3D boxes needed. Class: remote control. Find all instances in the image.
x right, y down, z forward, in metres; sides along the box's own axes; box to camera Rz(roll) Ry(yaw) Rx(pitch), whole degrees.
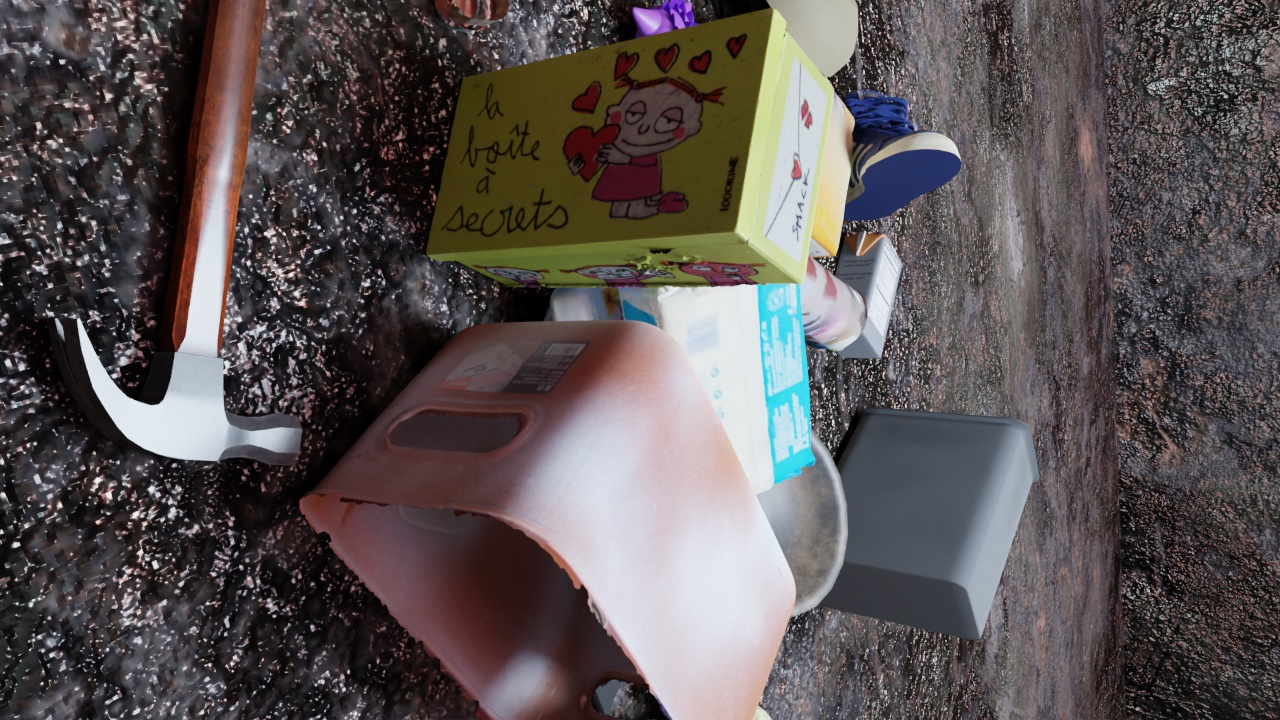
[{"bbox_3d":[-0.031,0.003,0.608,0.060,0.028,0.114,-65,142,-72],"label":"remote control"}]

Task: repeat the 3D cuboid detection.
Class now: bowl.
[{"bbox_3d":[0.148,-0.330,0.808,0.152,0.051,0.152,41,32,-33],"label":"bowl"},{"bbox_3d":[0.090,0.125,0.744,0.162,0.070,0.162,12,72,-38],"label":"bowl"}]

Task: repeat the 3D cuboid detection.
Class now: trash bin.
[{"bbox_3d":[0.292,0.161,0.970,0.219,0.192,0.098,-53,131,-36],"label":"trash bin"},{"bbox_3d":[-0.033,0.114,0.536,0.157,0.182,0.260,-56,133,-38],"label":"trash bin"}]

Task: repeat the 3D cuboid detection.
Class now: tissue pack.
[{"bbox_3d":[0.054,0.007,0.614,0.116,0.066,0.209,-22,122,-23],"label":"tissue pack"}]

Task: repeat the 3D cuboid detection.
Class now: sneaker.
[{"bbox_3d":[0.248,-0.226,0.908,0.233,0.091,0.118,104,-13,-83],"label":"sneaker"}]

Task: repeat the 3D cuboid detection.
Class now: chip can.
[{"bbox_3d":[0.128,-0.071,0.830,0.229,0.080,0.079,24,72,-51],"label":"chip can"}]

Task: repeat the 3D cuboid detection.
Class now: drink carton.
[{"bbox_3d":[0.245,-0.071,1.012,0.076,0.049,0.124,42,59,-46],"label":"drink carton"}]

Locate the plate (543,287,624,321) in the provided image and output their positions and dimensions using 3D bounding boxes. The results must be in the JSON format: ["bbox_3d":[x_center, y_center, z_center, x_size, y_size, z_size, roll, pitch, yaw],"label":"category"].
[{"bbox_3d":[-0.004,0.004,0.704,0.186,0.016,0.187,-43,124,-44],"label":"plate"}]

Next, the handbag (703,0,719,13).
[{"bbox_3d":[0.028,-0.368,0.701,0.169,0.068,0.144,27,69,-44],"label":"handbag"}]

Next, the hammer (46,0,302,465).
[{"bbox_3d":[-0.197,-0.104,0.428,0.111,0.028,0.300,12,81,-54],"label":"hammer"}]

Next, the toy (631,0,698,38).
[{"bbox_3d":[0.023,-0.229,0.697,0.105,0.056,0.088,-30,114,-45],"label":"toy"}]

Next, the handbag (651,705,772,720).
[{"bbox_3d":[0.039,0.297,0.701,0.186,0.113,0.116,33,58,-49],"label":"handbag"}]

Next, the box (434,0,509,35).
[{"bbox_3d":[-0.101,-0.290,0.532,0.060,0.058,0.187,-70,156,-78],"label":"box"}]

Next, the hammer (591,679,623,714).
[{"bbox_3d":[0.050,0.169,0.779,0.322,0.029,0.127,-40,122,-44],"label":"hammer"}]

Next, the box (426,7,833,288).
[{"bbox_3d":[-0.014,-0.107,0.519,0.082,0.221,0.124,25,74,-53],"label":"box"}]

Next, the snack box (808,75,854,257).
[{"bbox_3d":[0.123,-0.192,0.814,0.195,0.081,0.145,24,72,-51],"label":"snack box"}]
